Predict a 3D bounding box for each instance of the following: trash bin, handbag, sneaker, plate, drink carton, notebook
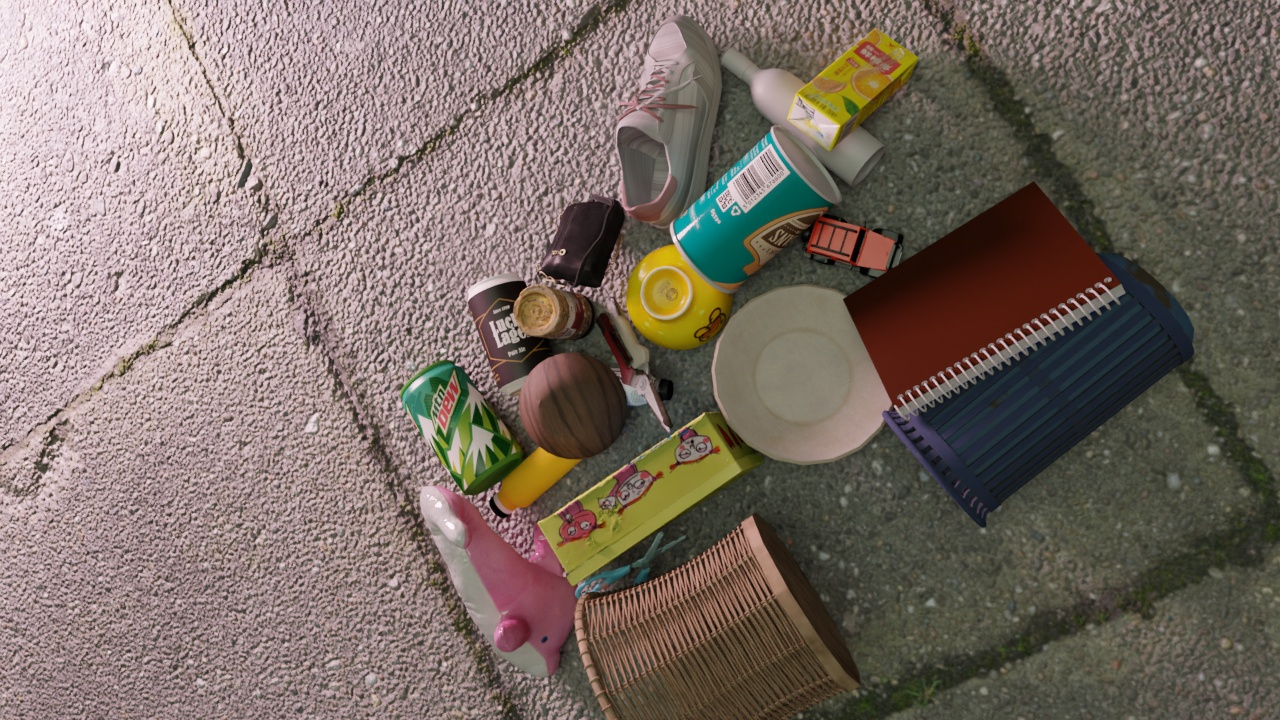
[{"bbox_3d":[0.366,0.022,0.847,0.250,0.139,0.139,-42,78,11],"label":"trash bin"},{"bbox_3d":[-0.067,-0.133,1.017,0.079,0.054,0.128,4,58,24],"label":"handbag"},{"bbox_3d":[0.020,-0.258,0.977,0.099,0.089,0.236,4,91,35],"label":"sneaker"},{"bbox_3d":[0.170,0.015,0.951,0.189,0.027,0.188,-1,77,5],"label":"plate"},{"bbox_3d":[0.213,-0.273,0.915,0.058,0.043,0.134,42,67,14],"label":"drink carton"},{"bbox_3d":[0.305,-0.056,0.846,0.209,0.022,0.171,-33,39,19],"label":"notebook"}]

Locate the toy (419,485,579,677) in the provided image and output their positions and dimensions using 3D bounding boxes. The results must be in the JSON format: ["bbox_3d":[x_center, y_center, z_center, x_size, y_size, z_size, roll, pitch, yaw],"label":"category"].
[{"bbox_3d":[-0.143,0.232,1.014,0.127,0.187,0.266,-36,112,-16],"label":"toy"}]

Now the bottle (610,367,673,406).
[{"bbox_3d":[-0.021,0.029,1.021,0.116,0.041,0.041,4,90,18],"label":"bottle"}]

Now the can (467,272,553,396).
[{"bbox_3d":[-0.146,-0.029,1.046,0.072,0.071,0.128,-23,82,16],"label":"can"}]

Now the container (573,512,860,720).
[{"bbox_3d":[0.080,0.281,0.900,0.196,0.226,0.227,-34,79,7],"label":"container"}]

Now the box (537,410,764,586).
[{"bbox_3d":[0.014,0.140,0.967,0.221,0.124,0.079,-33,80,13],"label":"box"}]

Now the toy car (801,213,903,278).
[{"bbox_3d":[0.216,-0.118,0.942,0.100,0.048,0.051,19,95,17],"label":"toy car"}]

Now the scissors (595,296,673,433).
[{"bbox_3d":[-0.009,0.008,0.980,0.140,0.015,0.188,-26,60,49],"label":"scissors"}]

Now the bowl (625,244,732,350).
[{"bbox_3d":[0.036,-0.070,0.990,0.117,0.067,0.117,0,90,18],"label":"bowl"}]

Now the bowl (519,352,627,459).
[{"bbox_3d":[-0.075,0.053,0.988,0.119,0.032,0.119,1,100,4],"label":"bowl"}]

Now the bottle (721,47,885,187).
[{"bbox_3d":[0.163,-0.262,0.959,0.195,0.052,0.052,43,101,14],"label":"bottle"}]

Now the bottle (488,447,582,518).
[{"bbox_3d":[-0.114,0.126,1.048,0.144,0.043,0.043,-42,78,13],"label":"bottle"}]

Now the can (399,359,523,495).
[{"bbox_3d":[-0.207,0.077,1.058,0.083,0.083,0.144,-41,78,13],"label":"can"}]

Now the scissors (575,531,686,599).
[{"bbox_3d":[0.002,0.228,0.986,0.139,0.118,0.015,-29,53,12],"label":"scissors"}]

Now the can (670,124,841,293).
[{"bbox_3d":[0.115,-0.151,0.931,0.144,0.099,0.099,-41,77,28],"label":"can"}]

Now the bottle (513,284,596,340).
[{"bbox_3d":[-0.093,-0.051,1.011,0.056,0.105,0.056,0,89,18],"label":"bottle"}]
